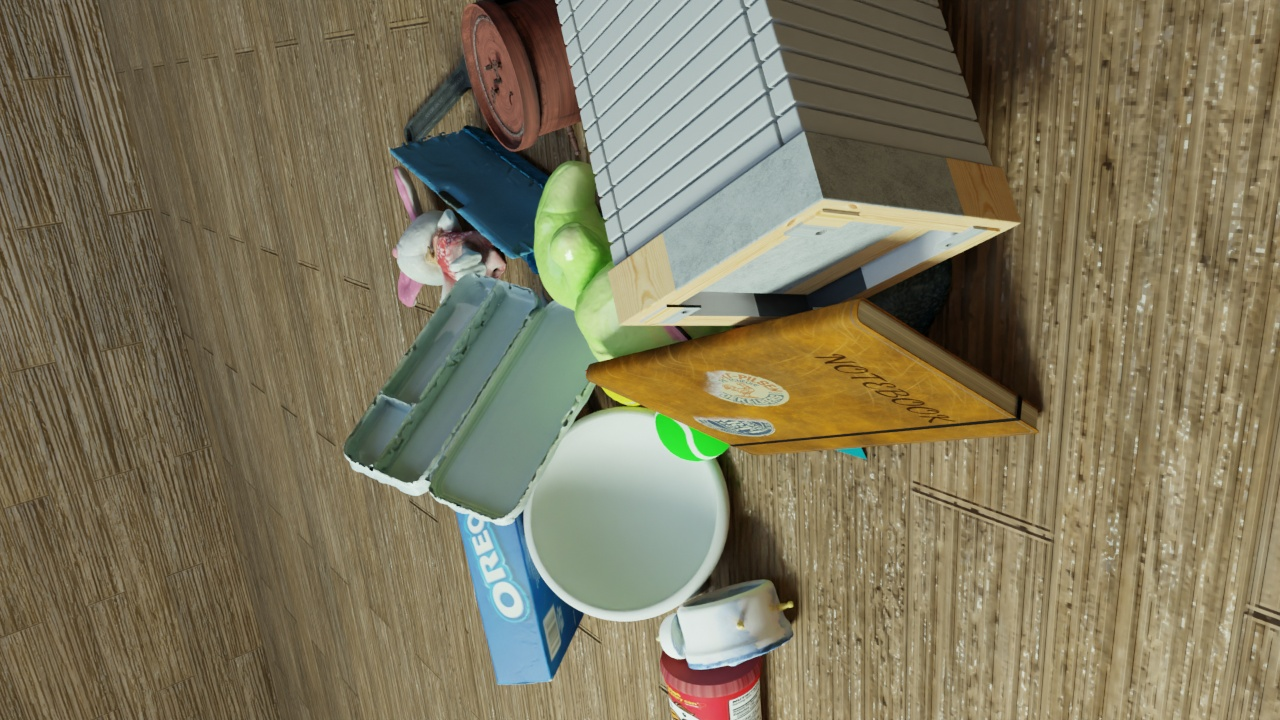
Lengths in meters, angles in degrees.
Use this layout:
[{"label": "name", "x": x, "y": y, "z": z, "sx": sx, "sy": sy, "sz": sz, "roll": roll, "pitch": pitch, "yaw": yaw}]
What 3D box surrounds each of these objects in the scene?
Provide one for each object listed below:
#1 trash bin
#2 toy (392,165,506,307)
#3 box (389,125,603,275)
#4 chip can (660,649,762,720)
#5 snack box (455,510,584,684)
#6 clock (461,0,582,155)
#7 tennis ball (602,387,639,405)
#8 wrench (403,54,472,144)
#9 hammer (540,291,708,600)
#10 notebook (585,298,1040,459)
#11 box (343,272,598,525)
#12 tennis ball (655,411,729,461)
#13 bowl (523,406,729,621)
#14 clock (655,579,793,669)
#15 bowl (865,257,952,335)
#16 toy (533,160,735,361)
[{"label": "trash bin", "x": 0.061, "y": -0.157, "z": 0.481, "sx": 0.143, "sy": 0.142, "sz": 0.246, "roll": -29, "pitch": 69, "yaw": 49}, {"label": "toy", "x": -0.217, "y": -0.117, "z": 0.989, "sx": 0.194, "sy": 0.084, "sz": 0.159, "roll": 28, "pitch": 121, "yaw": 46}, {"label": "box", "x": -0.136, "y": -0.130, "z": 0.847, "sx": 0.231, "sy": 0.111, "sz": 0.094, "roll": 41, "pitch": 134, "yaw": 36}, {"label": "chip can", "x": 0.070, "y": 0.347, "z": 0.809, "sx": 0.087, "sy": 0.086, "sz": 0.213, "roll": 17, "pitch": 119, "yaw": 50}, {"label": "snack box", "x": -0.105, "y": 0.150, "z": 0.874, "sx": 0.056, "sy": 0.195, "sz": 0.239, "roll": -8, "pitch": 102, "yaw": 13}, {"label": "clock", "x": -0.096, "y": -0.251, "z": 0.752, "sx": 0.157, "sy": 0.072, "sz": 0.121, "roll": 61, "pitch": 159, "yaw": 16}, {"label": "tennis ball", "x": -0.005, "y": 0.004, "z": 0.769, "sx": 0.065, "sy": 0.065, "sz": 0.065, "roll": 28, "pitch": 127, "yaw": 45}, {"label": "wrench", "x": -0.196, "y": -0.276, "z": 0.944, "sx": 0.274, "sy": 0.018, "sz": 0.073, "roll": -15, "pitch": 93, "yaw": 57}, {"label": "hammer", "x": -0.041, "y": 0.085, "z": 0.884, "sx": 0.156, "sy": 0.043, "sz": 0.322, "roll": -31, "pitch": 78, "yaw": 55}, {"label": "notebook", "x": 0.097, "y": 0.025, "z": 0.578, "sx": 0.250, "sy": 0.178, "sz": 0.014, "roll": -13, "pitch": 58, "yaw": 52}, {"label": "box", "x": -0.126, "y": 0.023, "z": 0.756, "sx": 0.192, "sy": 0.209, "sz": 0.045, "roll": 13, "pitch": 152, "yaw": 29}, {"label": "tennis ball", "x": 0.044, "y": 0.047, "z": 0.722, "sx": 0.065, "sy": 0.065, "sz": 0.065, "roll": 28, "pitch": 127, "yaw": 45}, {"label": "bowl", "x": -0.007, "y": 0.131, "z": 0.785, "sx": 0.176, "sy": 0.177, "sz": 0.066, "roll": 57, "pitch": -174, "yaw": 20}, {"label": "clock", "x": 0.067, "y": 0.217, "z": 0.751, "sx": 0.126, "sy": 0.088, "sz": 0.052, "roll": -28, "pitch": 77, "yaw": 53}, {"label": "bowl", "x": 0.131, "y": -0.055, "z": 0.566, "sx": 0.110, "sy": 0.055, "sz": 0.110, "roll": 27, "pitch": 127, "yaw": 44}, {"label": "toy", "x": -0.007, "y": -0.046, "z": 0.683, "sx": 0.107, "sy": 0.150, "sz": 0.196, "roll": -36, "pitch": 57, "yaw": 14}]
